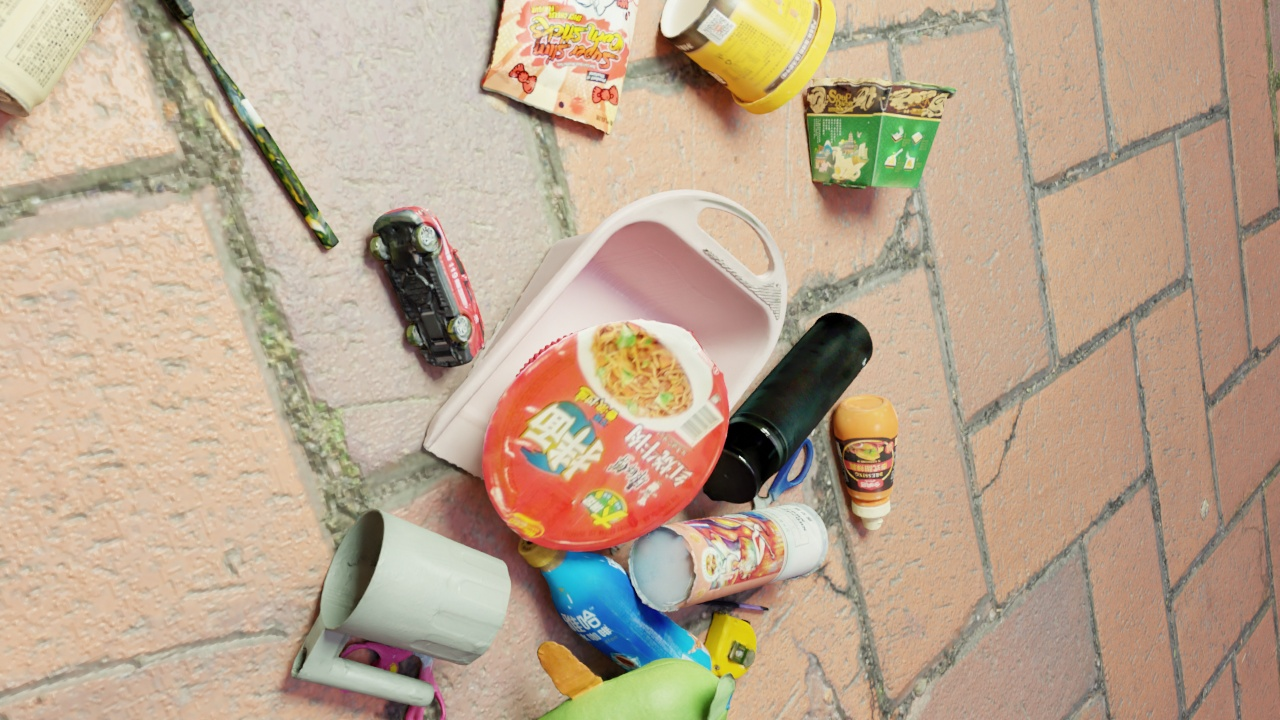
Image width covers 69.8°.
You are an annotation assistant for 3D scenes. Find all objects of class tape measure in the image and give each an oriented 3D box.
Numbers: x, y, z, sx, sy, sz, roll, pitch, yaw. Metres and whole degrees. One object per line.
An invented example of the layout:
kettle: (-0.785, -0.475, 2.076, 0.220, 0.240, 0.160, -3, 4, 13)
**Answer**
tape measure: (0.088, 0.276, 0.878, 0.057, 0.029, 0.060, 30, 73, -37)

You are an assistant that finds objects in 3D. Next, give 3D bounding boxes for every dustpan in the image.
dustpan: (-0.004, 0.004, 0.724, 0.222, 0.139, 0.273, 32, 71, -36)

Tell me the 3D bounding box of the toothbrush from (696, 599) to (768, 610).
toothbrush: (0.057, 0.228, 0.862, 0.188, 0.014, 0.016, 19, 87, -38)

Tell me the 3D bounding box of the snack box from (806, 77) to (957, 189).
snack box: (0.237, -0.230, 0.940, 0.117, 0.118, 0.106, -7, 108, -38)

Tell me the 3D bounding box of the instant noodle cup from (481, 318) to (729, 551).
instant noodle cup: (-0.031, 0.047, 0.689, 0.193, 0.066, 0.194, -10, 120, -19)

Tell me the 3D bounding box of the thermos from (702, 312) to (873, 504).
thermos: (0.134, 0.044, 0.869, 0.068, 0.090, 0.241, 46, 49, 4)

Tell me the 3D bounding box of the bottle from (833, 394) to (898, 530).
bottle: (0.244, 0.113, 0.984, 0.066, 0.067, 0.149, -21, 112, -37)

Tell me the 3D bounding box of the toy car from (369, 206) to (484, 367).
toy car: (-0.150, -0.054, 0.659, 0.045, 0.053, 0.120, -51, 130, -51)

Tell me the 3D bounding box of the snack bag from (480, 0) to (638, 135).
snack bag: (-0.050, -0.298, 0.733, 0.128, 0.073, 0.208, 10, 93, -40)

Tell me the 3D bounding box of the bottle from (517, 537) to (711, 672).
bottle: (-0.023, 0.211, 0.763, 0.218, 0.065, 0.065, 49, 63, -29)

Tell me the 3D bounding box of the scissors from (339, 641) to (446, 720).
scissors: (-0.162, 0.223, 0.683, 0.133, 0.017, 0.134, -19, 100, -41)

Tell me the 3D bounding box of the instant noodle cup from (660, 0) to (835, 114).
instant noodle cup: (0.090, -0.297, 0.810, 0.114, 0.119, 0.118, 24, 76, -30)

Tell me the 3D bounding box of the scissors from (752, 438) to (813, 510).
scissors: (0.121, 0.133, 0.912, 0.175, 0.012, 0.162, -45, 119, -28)

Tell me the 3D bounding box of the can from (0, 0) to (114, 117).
can: (-0.330, -0.196, 0.501, 0.058, 0.059, 0.116, 35, 70, -34)

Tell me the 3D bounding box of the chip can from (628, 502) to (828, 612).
chip can: (0.082, 0.169, 0.804, 0.214, 0.071, 0.071, 3, 89, -50)

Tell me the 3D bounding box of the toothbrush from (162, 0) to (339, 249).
toothbrush: (-0.250, -0.154, 0.595, 0.012, 0.017, 0.186, -43, 117, -33)

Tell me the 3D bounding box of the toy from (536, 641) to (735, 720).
toy: (-0.033, 0.316, 0.723, 0.246, 0.090, 0.227, -27, 112, -7)

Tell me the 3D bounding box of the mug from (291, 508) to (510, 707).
mug: (-0.164, 0.176, 0.635, 0.103, 0.084, 0.124, 29, 90, -31)
